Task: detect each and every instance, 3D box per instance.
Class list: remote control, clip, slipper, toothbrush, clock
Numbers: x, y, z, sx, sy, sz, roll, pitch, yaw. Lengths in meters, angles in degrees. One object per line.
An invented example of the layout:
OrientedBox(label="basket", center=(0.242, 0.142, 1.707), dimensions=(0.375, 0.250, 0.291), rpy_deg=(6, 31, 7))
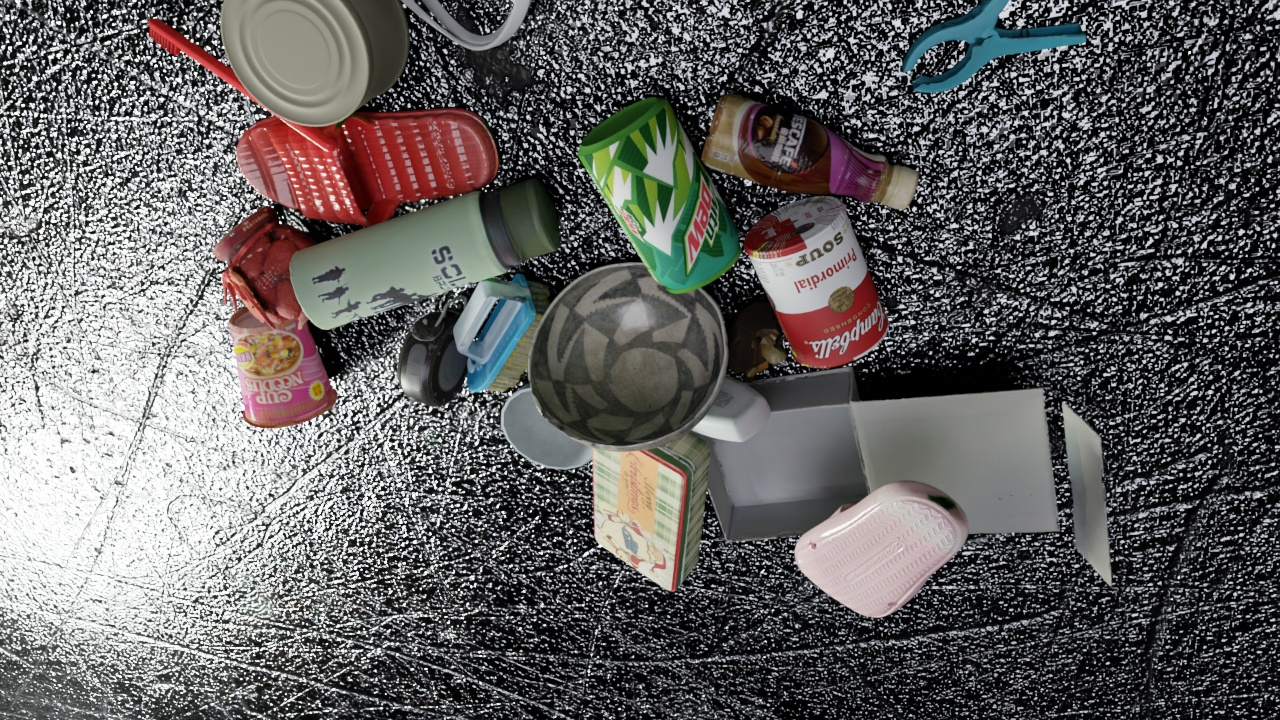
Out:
OrientedBox(label="remote control", center=(0.069, 0.040, 0.845), dimensions=(0.114, 0.060, 0.028), rpy_deg=(18, 145, 49))
OrientedBox(label="clip", center=(0.242, -0.242, 0.657), dimensions=(0.120, 0.026, 0.102), rpy_deg=(-28, 111, 29))
OrientedBox(label="slipper", center=(-0.249, -0.170, 0.814), dimensions=(0.249, 0.059, 0.104), rpy_deg=(0, 124, 13))
OrientedBox(label="toothbrush", center=(-0.344, -0.233, 0.787), dimensions=(0.212, 0.012, 0.018), rpy_deg=(35, 127, 10))
OrientedBox(label="slipper", center=(0.208, 0.163, 0.809), dimensions=(0.107, 0.055, 0.222), rpy_deg=(33, 145, 5))
OrientedBox(label="clock", center=(-0.202, -0.007, 0.896), dimensions=(0.044, 0.091, 0.123), rpy_deg=(16, 110, 14))

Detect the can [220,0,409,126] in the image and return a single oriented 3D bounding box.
OrientedBox(label="can", center=(-0.262, -0.262, 0.742), dimensions=(0.128, 0.073, 0.128), rpy_deg=(7, 126, 10))

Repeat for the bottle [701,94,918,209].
OrientedBox(label="bottle", center=(0.134, -0.158, 0.721), dimensions=(0.166, 0.059, 0.060), rpy_deg=(18, 127, 2))

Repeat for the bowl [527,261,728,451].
OrientedBox(label="bowl", center=(-0.005, 0.005, 0.830), dimensions=(0.178, 0.178, 0.081), rpy_deg=(2, 161, 13))

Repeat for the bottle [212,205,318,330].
OrientedBox(label="bottle", center=(-0.349, -0.080, 0.880), dimensions=(0.099, 0.098, 0.111), rpy_deg=(-33, 107, 31))

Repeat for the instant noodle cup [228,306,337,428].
OrientedBox(label="instant noodle cup", center=(-0.374, 0.000, 0.949), dimensions=(0.098, 0.097, 0.109), rpy_deg=(2, 118, 13))

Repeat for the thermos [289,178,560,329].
OrientedBox(label="thermos", center=(-0.185, -0.097, 0.815), dimensions=(0.231, 0.082, 0.082), rpy_deg=(-17, 119, 8))

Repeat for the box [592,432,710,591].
OrientedBox(label="box", center=(0.006, 0.140, 0.933), dimensions=(0.118, 0.050, 0.206), rpy_deg=(26, 138, 21))

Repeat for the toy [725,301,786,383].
OrientedBox(label="toy", center=(0.105, -0.010, 0.835), dimensions=(0.062, 0.076, 0.100), rpy_deg=(33, 156, 23))

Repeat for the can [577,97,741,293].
OrientedBox(label="can", center=(0.018, -0.134, 0.753), dimensions=(0.083, 0.082, 0.144), rpy_deg=(-20, 117, 26))

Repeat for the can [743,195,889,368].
OrientedBox(label="can", center=(0.147, -0.065, 0.766), dimensions=(0.087, 0.086, 0.116), rpy_deg=(-16, 119, 24))

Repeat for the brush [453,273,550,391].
OrientedBox(label="brush", center=(-0.142, -0.019, 0.878), dimensions=(0.075, 0.055, 0.136), rpy_deg=(9, 134, -34))

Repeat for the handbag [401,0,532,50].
OrientedBox(label="handbag", center=(-0.147, -0.338, 0.675), dimensions=(0.216, 0.095, 0.223), rpy_deg=(8, 138, 10))

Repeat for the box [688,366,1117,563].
OrientedBox(label="box", center=(0.230, 0.096, 0.851), dimensions=(0.369, 0.098, 0.166), rpy_deg=(-5, 123, 26))

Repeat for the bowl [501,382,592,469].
OrientedBox(label="bowl", center=(-0.087, 0.059, 0.943), dimensions=(0.106, 0.039, 0.106), rpy_deg=(7, 126, 10))
